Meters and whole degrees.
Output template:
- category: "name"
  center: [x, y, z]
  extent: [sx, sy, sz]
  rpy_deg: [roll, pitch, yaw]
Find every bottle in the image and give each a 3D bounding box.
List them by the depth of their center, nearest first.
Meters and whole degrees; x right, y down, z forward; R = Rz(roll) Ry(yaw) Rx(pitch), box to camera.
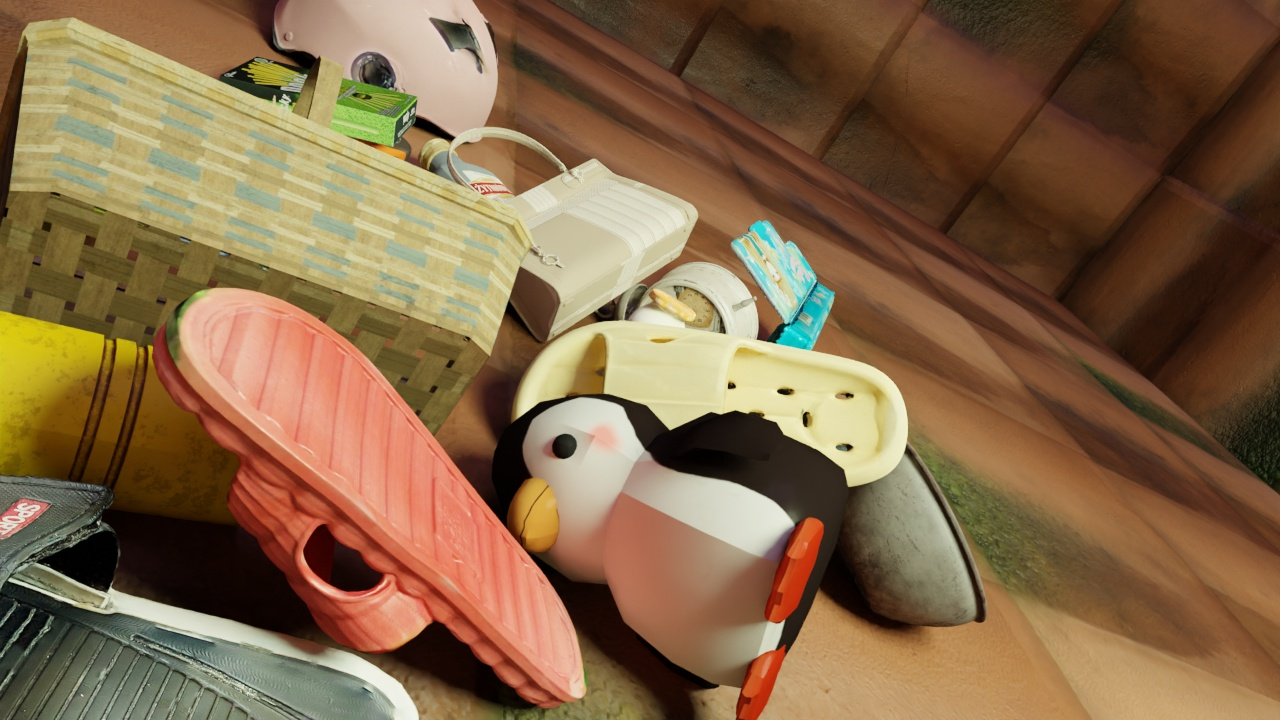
- category: "bottle"
  center: [-0.234, 0.021, 0.367]
  extent: [0.163, 0.071, 0.071]
  rpy_deg: [17, 27, -34]
- category: "bottle"
  center: [-0.004, 0.004, 0.646]
  extent: [0.063, 0.109, 0.063]
  rpy_deg: [28, 12, -7]
- category: "bottle"
  center: [-0.153, -0.150, 0.849]
  extent: [0.072, 0.046, 0.161]
  rpy_deg: [2, 38, -51]

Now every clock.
- category: "clock"
  center: [0.025, -0.033, 0.803]
  extent: [0.157, 0.103, 0.061]
  rpy_deg: [14, 22, 23]

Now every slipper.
- category: "slipper"
  center: [-0.190, 0.092, 0.293]
  extent: [0.263, 0.063, 0.111]
  rpy_deg: [28, 23, -19]
- category: "slipper"
  center: [-0.106, 0.071, 0.375]
  extent: [0.249, 0.059, 0.103]
  rpy_deg: [55, 7, -36]
- category: "slipper"
  center: [0.052, 0.027, 0.577]
  extent: [0.261, 0.111, 0.079]
  rpy_deg: [5, -15, -8]

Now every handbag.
- category: "handbag"
  center: [-0.082, -0.133, 0.785]
  extent: [0.198, 0.062, 0.175]
  rpy_deg: [42, 50, 14]

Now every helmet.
- category: "helmet"
  center: [-0.260, -0.362, 1.022]
  extent: [0.255, 0.153, 0.229]
  rpy_deg: [38, 19, -4]

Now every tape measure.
- category: "tape measure"
  center: [-0.240, -0.197, 0.840]
  extent: [0.058, 0.038, 0.058]
  rpy_deg: [23, 25, -23]

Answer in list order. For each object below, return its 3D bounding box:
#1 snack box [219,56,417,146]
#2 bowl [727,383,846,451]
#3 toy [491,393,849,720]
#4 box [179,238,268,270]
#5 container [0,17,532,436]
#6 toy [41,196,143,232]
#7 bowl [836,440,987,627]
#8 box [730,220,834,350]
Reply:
- category: "snack box"
  center: [-0.281, -0.230, 0.810]
  extent: [0.147, 0.025, 0.080]
  rpy_deg: [13, 29, -5]
- category: "bowl"
  center: [0.081, 0.069, 0.675]
  extent: [0.137, 0.137, 0.057]
  rpy_deg: [30, 62, -8]
- category: "toy"
  center: [0.011, 0.077, 0.494]
  extent: [0.184, 0.159, 0.139]
  rpy_deg: [22, 31, 21]
- category: "box"
  center: [-0.236, -0.120, 0.664]
  extent: [0.230, 0.063, 0.160]
  rpy_deg: [10, 32, -44]
- category: "container"
  center: [-0.197, -0.064, 0.486]
  extent: [0.249, 0.158, 0.186]
  rpy_deg: [20, 37, -28]
- category: "toy"
  center: [-0.332, -0.098, 0.523]
  extent: [0.094, 0.036, 0.093]
  rpy_deg: [27, 17, -32]
- category: "bowl"
  center: [0.178, 0.128, 0.651]
  extent: [0.145, 0.067, 0.145]
  rpy_deg: [-20, 87, -88]
- category: "box"
  center: [0.145, -0.052, 0.905]
  extent: [0.085, 0.170, 0.226]
  rpy_deg: [3, 16, 16]
